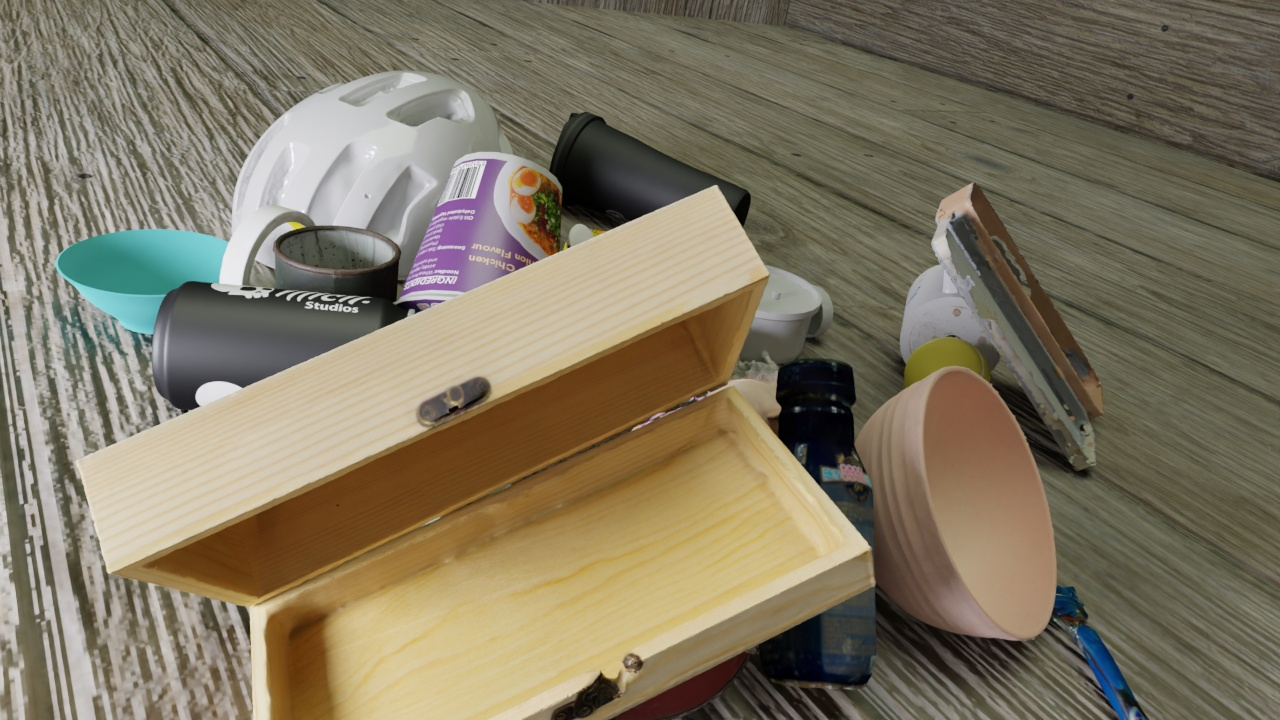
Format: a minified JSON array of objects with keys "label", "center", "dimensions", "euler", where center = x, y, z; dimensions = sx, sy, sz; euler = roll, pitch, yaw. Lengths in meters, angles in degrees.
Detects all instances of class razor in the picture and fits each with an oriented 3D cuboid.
[{"label":"razor","center":[0.248,0.165,0.491],"dimensions":[0.044,0.018,0.140],"euler":[7,27,-8]}]

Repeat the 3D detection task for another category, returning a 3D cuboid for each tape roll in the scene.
[{"label":"tape roll","center":[-0.267,-0.065,0.668],"dimensions":[0.019,0.094,0.093],"euler":[16,27,11]}]

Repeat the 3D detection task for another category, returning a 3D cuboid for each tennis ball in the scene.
[{"label":"tennis ball","center":[0.244,0.014,0.731],"dimensions":[0.065,0.065,0.065],"euler":[8,27,-4]}]

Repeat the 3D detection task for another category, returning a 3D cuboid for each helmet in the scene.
[{"label":"helmet","center":[-0.249,-0.166,0.870],"dimensions":[0.224,0.184,0.281],"euler":[24,50,32]}]

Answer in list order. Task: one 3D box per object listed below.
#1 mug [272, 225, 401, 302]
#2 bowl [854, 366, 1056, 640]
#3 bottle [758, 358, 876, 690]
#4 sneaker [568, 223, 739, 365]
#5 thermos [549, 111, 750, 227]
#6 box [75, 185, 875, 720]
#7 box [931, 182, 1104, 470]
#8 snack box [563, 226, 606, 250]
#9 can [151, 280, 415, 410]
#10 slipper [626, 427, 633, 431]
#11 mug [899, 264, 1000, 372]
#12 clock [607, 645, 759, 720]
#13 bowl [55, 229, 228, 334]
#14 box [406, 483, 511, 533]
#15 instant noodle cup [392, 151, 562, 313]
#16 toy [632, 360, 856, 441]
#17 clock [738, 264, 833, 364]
[{"label":"mug","center":[-0.216,-0.050,0.670],"dimensions":[0.085,0.081,0.110],"euler":[12,27,2]},{"label":"bowl","center":[0.165,0.084,0.517],"dimensions":[0.076,0.153,0.152],"euler":[-23,3,40]},{"label":"bottle","center":[0.088,0.079,0.461],"dimensions":[0.056,0.160,0.056],"euler":[2,-16,1]},{"label":"sneaker","center":[-0.033,-0.057,0.733],"dimensions":[0.245,0.097,0.091],"euler":[20,29,19]},{"label":"thermos","center":[0.008,-0.192,1.016],"dimensions":[0.219,0.106,0.105],"euler":[25,30,15]},{"label":"box","center":[-0.057,0.059,0.383],"dimensions":[0.248,0.184,0.142],"euler":[-24,4,-9]},{"label":"box","center":[0.302,-0.030,0.730],"dimensions":[0.216,0.043,0.150],"euler":[55,29,-9]},{"label":"snack box","center":[0.003,-0.097,0.903],"dimensions":[0.149,0.026,0.061],"euler":[14,28,7]},{"label":"can","center":[-0.220,-0.004,0.581],"dimensions":[0.146,0.080,0.080],"euler":[5,28,-11]},{"label":"slipper","center":[-0.003,0.003,0.581],"dimensions":[0.055,0.107,0.221],"euler":[55,16,19]},{"label":"mug","center":[0.274,-0.050,0.807],"dimensions":[0.083,0.120,0.096],"euler":[2,24,19]},{"label":"clock","center":[-0.020,0.115,0.442],"dimensions":[0.157,0.062,0.109],"euler":[-2,38,11]},{"label":"bowl","center":[-0.348,-0.051,0.663],"dimensions":[0.121,0.046,0.121],"euler":[8,27,-4]},{"label":"box","center":[-0.105,0.029,0.529],"dimensions":[0.078,0.080,0.188],"euler":[-22,20,20]},{"label":"instant noodle cup","center":[-0.100,-0.076,0.657],"dimensions":[0.137,0.121,0.122],"euler":[1,-19,24]},{"label":"toy","center":[0.041,0.041,0.543],"dimensions":[0.133,0.076,0.175],"euler":[-24,-6,42]},{"label":"clock","center":[0.108,-0.051,0.814],"dimensions":[0.120,0.061,0.158],"euler":[20,30,18]}]
